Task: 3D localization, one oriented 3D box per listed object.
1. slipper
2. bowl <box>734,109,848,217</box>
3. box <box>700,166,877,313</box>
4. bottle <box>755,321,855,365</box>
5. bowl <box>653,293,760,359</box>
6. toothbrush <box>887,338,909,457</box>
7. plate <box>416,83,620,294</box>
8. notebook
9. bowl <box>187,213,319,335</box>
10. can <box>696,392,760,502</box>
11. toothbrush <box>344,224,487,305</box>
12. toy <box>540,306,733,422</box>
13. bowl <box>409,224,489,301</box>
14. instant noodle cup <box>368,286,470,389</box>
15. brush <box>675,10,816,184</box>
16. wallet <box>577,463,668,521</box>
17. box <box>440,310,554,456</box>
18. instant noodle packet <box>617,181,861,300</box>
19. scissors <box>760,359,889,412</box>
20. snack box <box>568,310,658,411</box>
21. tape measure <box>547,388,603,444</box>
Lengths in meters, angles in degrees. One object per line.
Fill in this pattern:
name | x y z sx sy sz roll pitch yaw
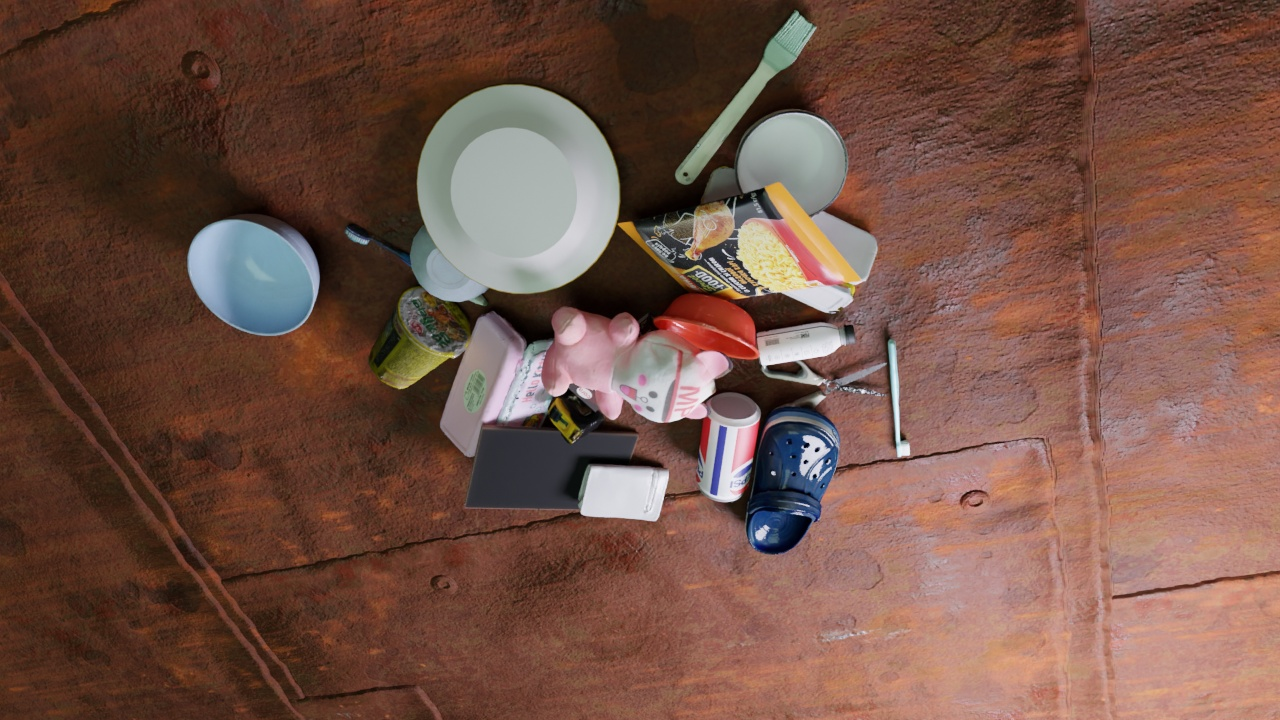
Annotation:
slipper | 0.196 0.172 1.192 0.105 0.095 0.253 8 129 1
bowl | 0.154 -0.209 0.962 0.116 0.065 0.116 1 114 1
box | 0.157 -0.137 1.043 0.210 0.080 0.084 24 162 -8
bottle | 0.198 -0.023 1.100 0.116 0.041 0.041 -9 121 12
bowl | 0.083 -0.045 1.069 0.130 0.131 0.045 20 81 -7
toothbrush | 0.322 0.049 1.148 0.017 0.016 0.181 -7 122 14
plate | -0.136 -0.184 1.007 0.230 0.021 0.230 2 107 6
notebook | -0.119 0.145 1.220 0.209 0.008 0.142 4 125 -20
bowl | -0.447 -0.112 1.092 0.150 0.074 0.151 3 122 4
can | 0.111 0.112 1.178 0.070 0.070 0.132 6 123 2
toothbrush | -0.270 -0.112 1.108 0.189 0.016 0.017 29 131 -12
toy | -0.006 0.006 1.075 0.213 0.084 0.142 16 131 -1
bowl | -0.220 -0.115 1.075 0.106 0.039 0.106 0 112 0
instant noodle cup | -0.277 -0.021 1.126 0.102 0.102 0.108 38 128 -17
brush | 0.105 -0.270 0.969 0.033 0.012 0.218 32 122 -14
wallet | -0.024 0.175 1.247 0.116 0.032 0.086 10 116 -17
box | -0.170 0.033 1.179 0.101 0.102 0.202 44 126 25
instant noodle packet | 0.103 -0.117 0.985 0.221 0.032 0.160 -6 144 44
scissors | 0.220 0.034 1.150 0.169 0.012 0.158 31 123 -13
snack box | -0.023 0.003 1.145 0.141 0.031 0.051 -37 112 25
tape measure | -0.084 0.066 1.175 0.062 0.067 0.038 45 122 13
